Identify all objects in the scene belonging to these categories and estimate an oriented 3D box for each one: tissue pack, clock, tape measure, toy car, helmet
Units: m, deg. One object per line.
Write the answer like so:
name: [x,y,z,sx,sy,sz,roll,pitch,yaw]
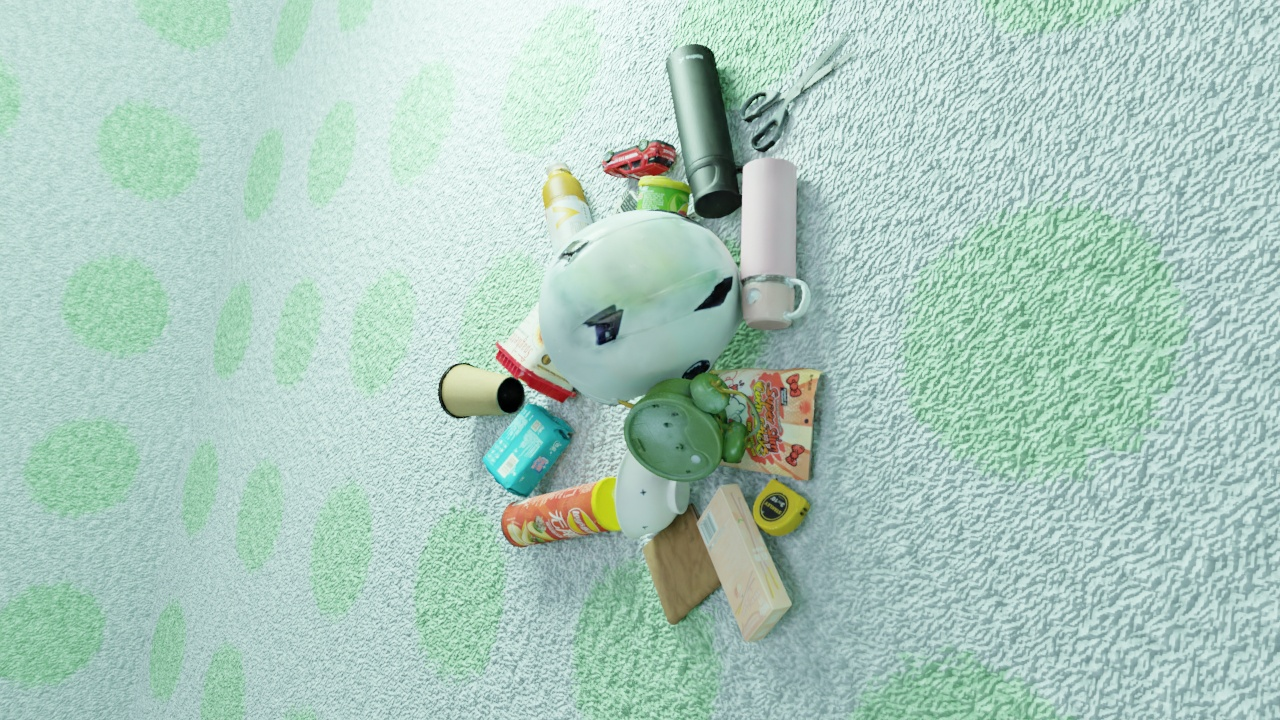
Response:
tissue pack: [-0.167,0.132,1.361,0.133,0.050,0.093,-52,44,-2]
clock: [0.058,0.073,1.033,0.162,0.116,0.056,-13,27,30]
tape measure: [0.156,0.168,1.025,0.057,0.029,0.060,-50,39,-8]
toy car: [-0.004,-0.282,1.308,0.121,0.052,0.045,-4,79,46]
helmet: [-0.002,-0.084,1.075,0.258,0.146,0.229,-23,68,-2]

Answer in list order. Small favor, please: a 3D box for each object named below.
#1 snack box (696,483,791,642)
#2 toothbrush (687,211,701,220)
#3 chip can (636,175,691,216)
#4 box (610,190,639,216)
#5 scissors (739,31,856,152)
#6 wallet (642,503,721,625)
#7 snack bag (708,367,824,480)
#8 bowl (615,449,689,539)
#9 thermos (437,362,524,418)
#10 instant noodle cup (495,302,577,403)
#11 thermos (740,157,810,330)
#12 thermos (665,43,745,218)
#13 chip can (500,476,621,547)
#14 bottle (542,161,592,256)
snack box: [0.114,0.228,1.040,0.085,0.026,0.157,113,143,-46]
toothbrush: [0.056,-0.193,1.248,0.188,0.016,0.017,-16,58,45]
chip can: [0.020,-0.127,1.212,0.073,0.072,0.221,10,92,48]
box: [-0.032,-0.163,1.294,0.068,0.051,0.165,45,128,32]
scissors: [0.192,-0.330,1.139,0.165,0.014,0.163,15,90,46]
wallet: [0.052,0.250,1.131,0.101,0.020,0.115,-48,46,26]
snack bag: [0.116,0.068,1.085,0.208,0.073,0.128,2,81,41]
bowl: [0.023,0.163,1.132,0.065,0.118,0.118,0,79,25]
thermos: [-0.256,0.051,1.475,0.143,0.093,0.093,2,81,40]
instant noodle cup: [-0.130,-0.022,1.341,0.116,0.116,0.124,37,96,46]
thermos: [0.159,-0.138,1.081,0.087,0.067,0.198,-11,71,42]
thermos: [0.093,-0.301,1.199,0.068,0.090,0.242,93,170,-64]
chip can: [-0.105,0.213,1.271,0.217,0.073,0.073,-19,66,43]
bottle: [-0.111,-0.221,1.398,0.068,0.068,0.189,-37,54,36]
